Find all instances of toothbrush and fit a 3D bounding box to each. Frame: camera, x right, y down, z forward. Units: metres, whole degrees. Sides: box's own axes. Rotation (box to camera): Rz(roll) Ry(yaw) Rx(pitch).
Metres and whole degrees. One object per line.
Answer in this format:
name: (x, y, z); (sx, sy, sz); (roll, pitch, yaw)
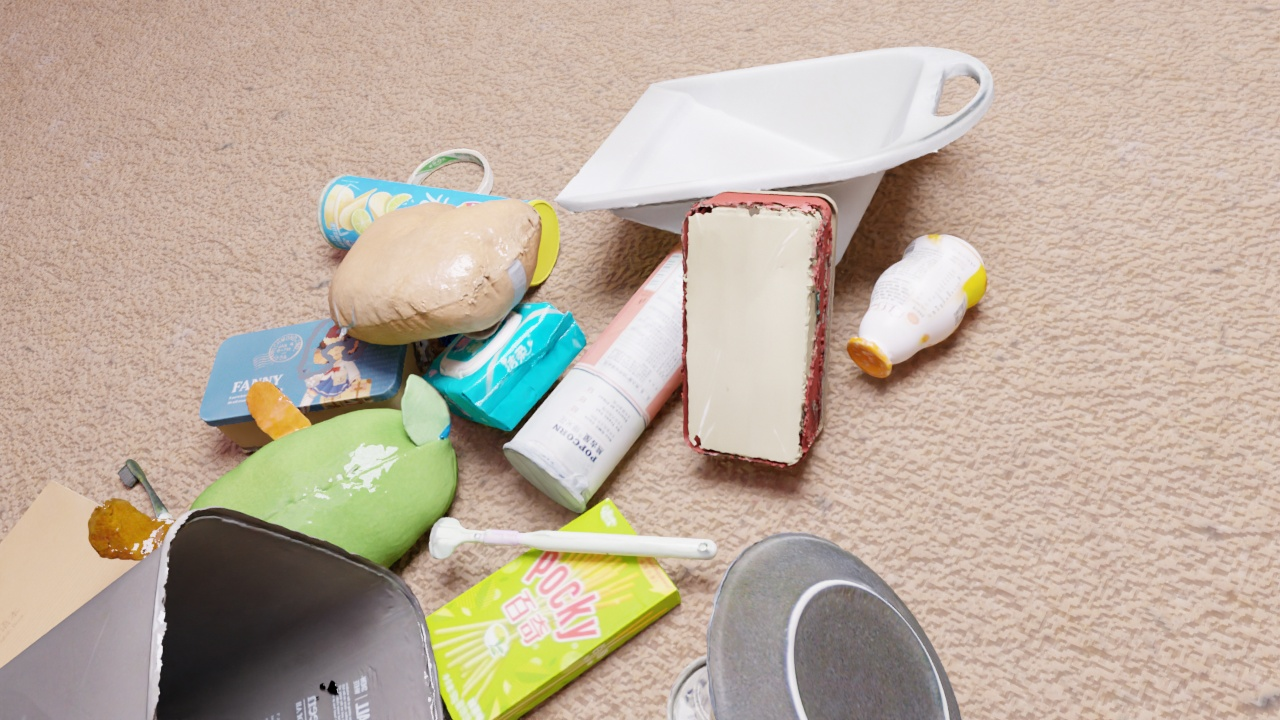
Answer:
toothbrush: (-0.045, 0.117, 0.590); (0.190, 0.020, 0.029); (0, 59, 13)
toothbrush: (-0.368, 0.135, 0.714); (0.017, 0.012, 0.186); (-46, 56, -10)

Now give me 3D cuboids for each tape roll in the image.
tape roll: (-0.181, -0.166, 0.868); (0.086, 0.014, 0.085); (-8, 54, 11)

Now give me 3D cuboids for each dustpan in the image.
dustpan: (0.105, -0.180, 0.672); (0.258, 0.143, 0.222); (22, 44, 7)

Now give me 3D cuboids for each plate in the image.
plate: (0.110, 0.168, 0.465); (0.024, 0.179, 0.179); (-40, 40, 40)

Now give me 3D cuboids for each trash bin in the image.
trash bin: (-0.247, 0.226, 0.494); (0.220, 0.198, 0.198); (-30, 53, 15)

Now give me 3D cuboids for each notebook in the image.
notebook: (-0.439, 0.182, 0.691); (0.212, 0.012, 0.149); (13, 61, 31)

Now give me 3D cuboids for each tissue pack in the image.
tissue pack: (-0.102, 0.001, 0.672); (0.093, 0.050, 0.134); (-49, 24, -18)

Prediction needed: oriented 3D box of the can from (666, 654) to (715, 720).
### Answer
can: (0.053, 0.199, 0.492); (0.066, 0.094, 0.066); (-8, 54, 11)

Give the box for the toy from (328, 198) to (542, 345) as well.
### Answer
toy: (-0.175, -0.068, 0.686); (0.226, 0.082, 0.143); (6, 40, 40)

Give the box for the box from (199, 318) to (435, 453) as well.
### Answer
box: (-0.261, 0.018, 0.735); (0.184, 0.061, 0.089); (-10, 53, 8)

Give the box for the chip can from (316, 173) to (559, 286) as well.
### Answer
chip can: (-0.177, -0.115, 0.795); (0.210, 0.071, 0.071); (12, 60, 24)

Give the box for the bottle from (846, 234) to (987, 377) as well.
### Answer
bottle: (0.189, -0.037, 0.636); (0.063, 0.063, 0.108); (34, 70, 32)

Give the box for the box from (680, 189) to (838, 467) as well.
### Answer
box: (0.075, -0.019, 0.584); (0.091, 0.168, 0.080); (7, 22, 21)

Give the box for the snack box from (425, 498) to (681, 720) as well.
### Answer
snack box: (-0.061, 0.164, 0.588); (0.156, 0.026, 0.085); (-32, 54, -11)

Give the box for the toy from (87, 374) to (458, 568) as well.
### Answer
toy: (-0.233, 0.113, 0.639); (0.246, 0.090, 0.227); (-28, 79, -13)

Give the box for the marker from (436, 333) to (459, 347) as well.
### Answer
marker: (-0.203, -0.052, 0.793); (0.016, 0.017, 0.146); (-44, 55, -15)

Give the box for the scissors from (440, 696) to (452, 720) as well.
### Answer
scissors: (-0.134, 0.243, 0.572); (0.172, 0.014, 0.146); (-13, 52, 4)

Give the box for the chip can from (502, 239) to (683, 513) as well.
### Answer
chip can: (-0.004, 0.004, 0.660); (0.071, 0.071, 0.214); (27, 67, 30)
